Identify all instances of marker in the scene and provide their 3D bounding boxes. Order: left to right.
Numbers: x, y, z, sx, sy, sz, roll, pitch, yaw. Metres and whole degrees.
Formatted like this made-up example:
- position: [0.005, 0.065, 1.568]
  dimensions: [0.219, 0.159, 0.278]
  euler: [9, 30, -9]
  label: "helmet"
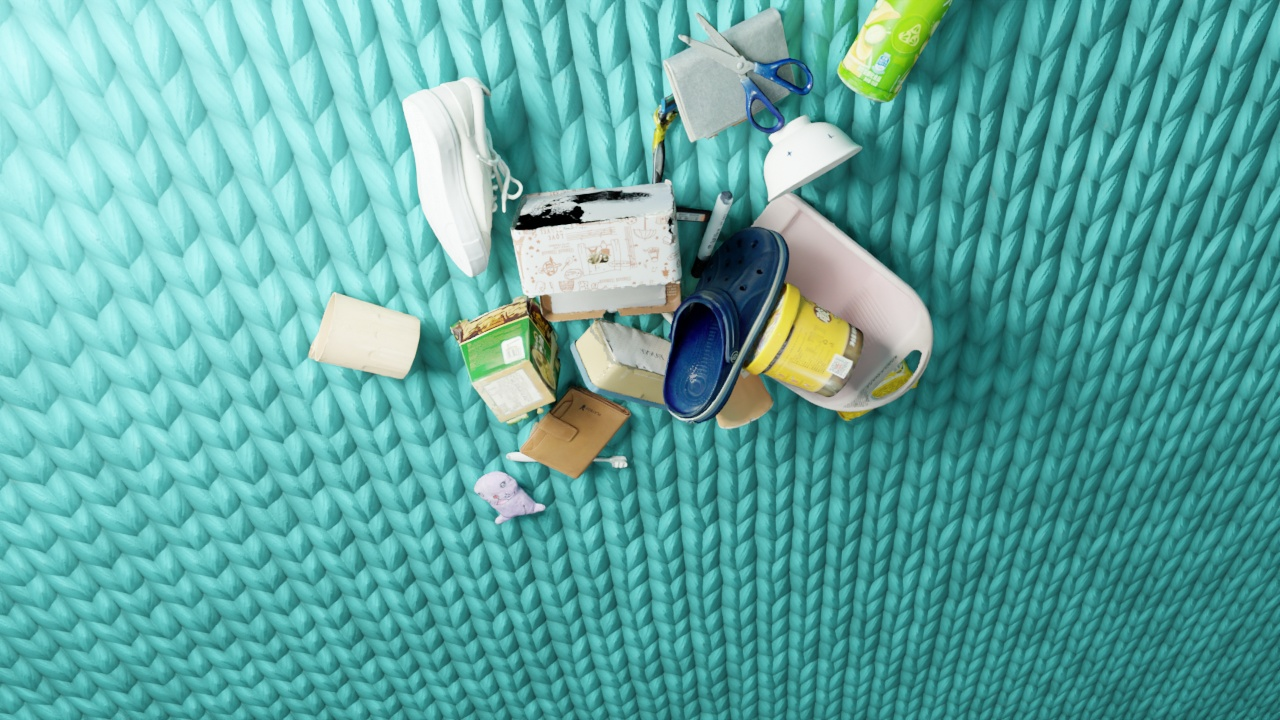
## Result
- position: [0.044, -0.176, 1.099]
  dimensions: [0.123, 0.015, 0.018]
  euler: [2, 132, -17]
  label: "marker"
- position: [0.087, -0.152, 1.117]
  dimensions: [0.022, 0.018, 0.131]
  euler: [-20, 148, -33]
  label: "marker"

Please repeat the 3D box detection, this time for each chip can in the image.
- position: [0.284, -0.374, 0.940]
  dimensions: [0.072, 0.072, 0.222]
  euler: [13, 127, -22]
  label: "chip can"

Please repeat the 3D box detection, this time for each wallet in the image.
- position: [-0.093, 0.100, 1.292]
  dimensions: [0.107, 0.031, 0.132]
  euler: [29, 112, -29]
  label: "wallet"
- position: [0.097, -0.303, 0.983]
  dimensions: [0.129, 0.037, 0.107]
  euler: [-28, 132, -3]
  label: "wallet"

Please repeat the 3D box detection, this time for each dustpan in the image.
- position: [0.228, -0.053, 1.164]
  dimensions: [0.273, 0.138, 0.223]
  euler: [18, 125, -26]
  label: "dustpan"

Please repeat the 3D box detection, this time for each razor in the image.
- position: [0.023, -0.239, 1.036]
  dimensions: [0.042, 0.022, 0.143]
  euler: [-40, 151, -39]
  label: "razor"

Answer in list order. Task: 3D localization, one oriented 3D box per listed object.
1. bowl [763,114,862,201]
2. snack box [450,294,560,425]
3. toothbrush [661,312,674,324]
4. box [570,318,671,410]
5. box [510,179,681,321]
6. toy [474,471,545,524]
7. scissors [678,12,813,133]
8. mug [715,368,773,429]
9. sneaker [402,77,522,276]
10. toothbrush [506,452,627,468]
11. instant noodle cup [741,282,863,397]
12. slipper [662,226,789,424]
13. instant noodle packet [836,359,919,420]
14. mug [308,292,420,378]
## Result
- position: [0.182, -0.236, 1.034]
  dimensions: [0.118, 0.118, 0.065]
  euler: [-28, 92, 12]
  label: "bowl"
- position: [-0.162, 0.005, 1.150]
  dimensions: [0.118, 0.105, 0.117]
  euler: [-23, 131, 7]
  label: "snack box"
- position: [0.061, -0.029, 1.231]
  dimensions: [0.018, 0.016, 0.191]
  euler: [-24, 132, 20]
  label: "toothbrush"
- position: [-0.007, 0.007, 1.175]
  dimensions: [0.184, 0.089, 0.059]
  euler: [16, 127, -40]
  label: "box"
- position: [-0.042, -0.098, 1.039]
  dimensions: [0.180, 0.156, 0.227]
  euler: [-4, 133, 0]
  label: "box"
- position: [-0.203, 0.201, 1.357]
  dimensions: [0.084, 0.038, 0.108]
  euler: [-22, 133, 15]
  label: "toy"
- position: [0.116, -0.309, 0.954]
  dimensions: [0.141, 0.012, 0.171]
  euler: [-28, 131, -3]
  label: "scissors"
- position: [0.113, 0.017, 1.187]
  dimensions: [0.078, 0.078, 0.123]
  euler: [-24, 104, 8]
  label: "mug"
- position: [-0.185, -0.198, 0.992]
  dimensions: [0.090, 0.089, 0.243]
  euler: [-34, 149, -23]
  label: "sneaker"
- position: [-0.107, 0.146, 1.345]
  dimensions: [0.180, 0.016, 0.016]
  euler: [5, 123, -16]
  label: "toothbrush"
- position: [0.200, -0.019, 1.122]
  dimensions: [0.114, 0.118, 0.119]
  euler: [25, 123, -6]
  label: "instant noodle cup"
- position: [0.085, -0.050, 1.095]
  dimensions: [0.095, 0.105, 0.253]
  euler: [22, 92, -53]
  label: "slipper"
- position: [0.328, 0.028, 1.320]
  dimensions: [0.129, 0.044, 0.110]
  euler: [-30, 137, 18]
  label: "instant noodle packet"
- position: [-0.337, -0.020, 1.117]
  dimensions: [0.103, 0.084, 0.125]
  euler: [16, 150, -26]
  label: "mug"
